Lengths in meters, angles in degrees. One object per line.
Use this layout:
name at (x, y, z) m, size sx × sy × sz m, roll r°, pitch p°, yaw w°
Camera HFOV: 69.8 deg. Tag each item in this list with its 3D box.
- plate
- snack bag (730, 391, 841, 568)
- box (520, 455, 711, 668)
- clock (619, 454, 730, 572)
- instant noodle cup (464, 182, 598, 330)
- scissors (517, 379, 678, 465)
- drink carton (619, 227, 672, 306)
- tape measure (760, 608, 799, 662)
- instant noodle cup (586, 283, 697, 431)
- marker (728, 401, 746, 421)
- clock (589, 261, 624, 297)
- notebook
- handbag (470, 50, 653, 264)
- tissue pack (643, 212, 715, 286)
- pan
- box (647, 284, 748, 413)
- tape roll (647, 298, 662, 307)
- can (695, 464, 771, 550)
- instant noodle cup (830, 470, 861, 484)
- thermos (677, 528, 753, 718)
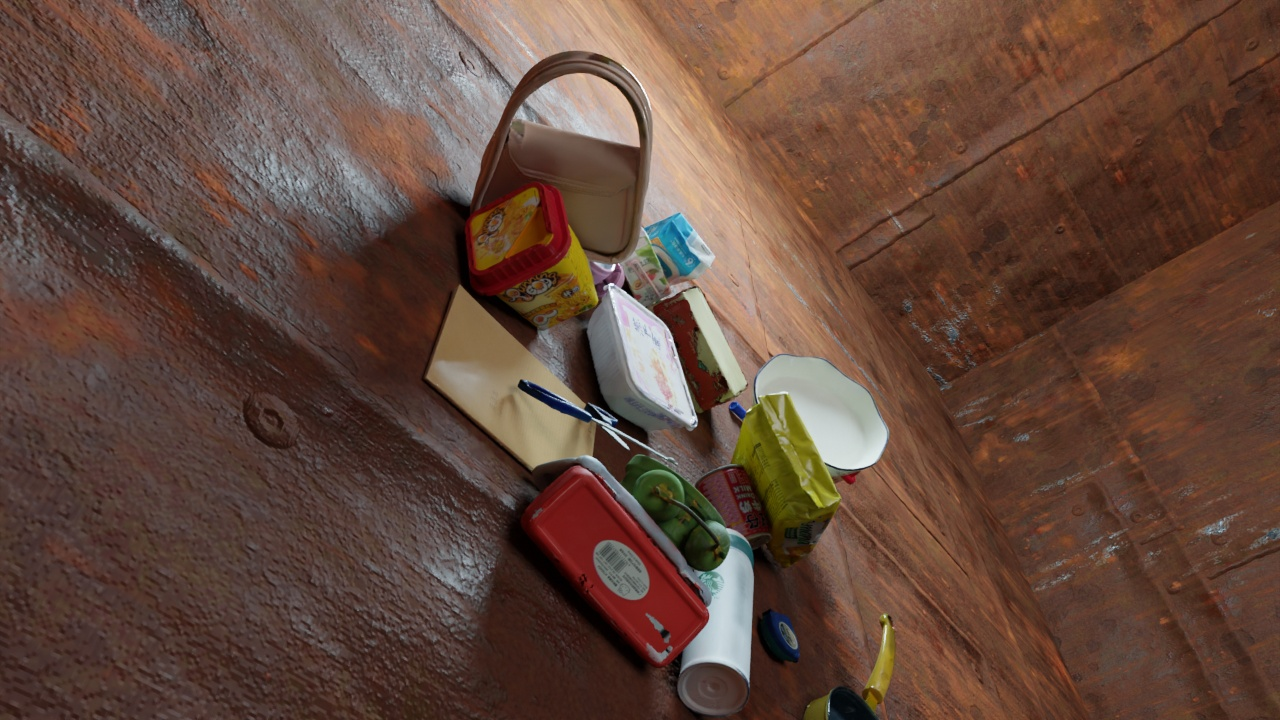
plate at (0.244, 0.078, 1.276) m, size 0.204 × 0.046 × 0.204 m, roll 14°, pitch 44°, yaw -14°
snack bag at (0.169, 0.155, 1.144) m, size 0.247 × 0.068 × 0.158 m, roll 91°, pitch -21°, yaw -61°
box at (-0.025, 0.172, 0.826) m, size 0.201 × 0.095 × 0.098 m, roll 52°, pitch -12°, yaw -20°
clock at (0.027, 0.148, 0.874) m, size 0.116 × 0.056 × 0.161 m, roll 45°, pitch -19°, yaw -11°
instant noodle cup at (-0.110, -0.104, 0.974) m, size 0.123 × 0.116 × 0.116 m, roll 50°, pitch 20°, yaw -50°
scissors at (-0.040, 0.060, 0.891) m, size 0.174 × 0.012 × 0.162 m, roll 27°, pitch 2°, yaw 1°
drink carton at (0.002, -0.125, 1.260) m, size 0.045 × 0.053 × 0.122 m, roll 64°, pitch 2°, yaw 31°
tape measure at (0.161, 0.322, 1.070) m, size 0.054 × 0.025 × 0.058 m, roll 35°, pitch 26°, yaw -41°
instant noodle cup at (-0.007, 0.006, 1.101) m, size 0.138 × 0.060 × 0.173 m, roll 35°, pitch 29°, yaw -45°
marker at (0.186, 0.110, 1.434) m, size 0.146 × 0.017 × 0.016 m, roll 43°, pitch 25°, yaw -32°
clock at (-0.074, -0.135, 1.151) m, size 0.158 × 0.060 × 0.117 m, roll 18°, pitch 44°, yaw -62°
notebook at (-0.116, 0.039, 0.884) m, size 0.211 × 0.012 × 0.149 m, roll 46°, pitch 25°, yaw -27°
handbag at (-0.073, -0.221, 0.981) m, size 0.193 × 0.235 × 0.093 m, roll 10°, pitch 50°, yaw -10°
tissue pack at (0.037, -0.155, 1.338) m, size 0.090 × 0.140 × 0.063 m, roll 49°, pitch 62°, yaw -18°
pan at (0.279, 0.432, 1.098) m, size 0.198 × 0.078 × 0.356 m, roll 53°, pitch 21°, yaw -12°
box at (0.088, -0.020, 1.290) m, size 0.168 × 0.077 × 0.091 m, roll 63°, pitch 25°, yaw -2°
tape roll at (0.041, -0.054, 1.353) m, size 0.086 × 0.014 × 0.085 m, roll 46°, pitch 24°, yaw -27°
can at (0.112, 0.181, 1.103) m, size 0.066 × 0.067 × 0.093 m, roll 24°, pitch 39°, yaw -55°
instant noodle cup at (0.245, 0.141, 1.370) m, size 0.116 × 0.124 × 0.116 m, roll 43°, pitch 26°, yaw -34°
thermos at (0.080, 0.252, 0.933) m, size 0.073 × 0.073 × 0.223 m, roll 51°, pitch 21°, yaw -15°
